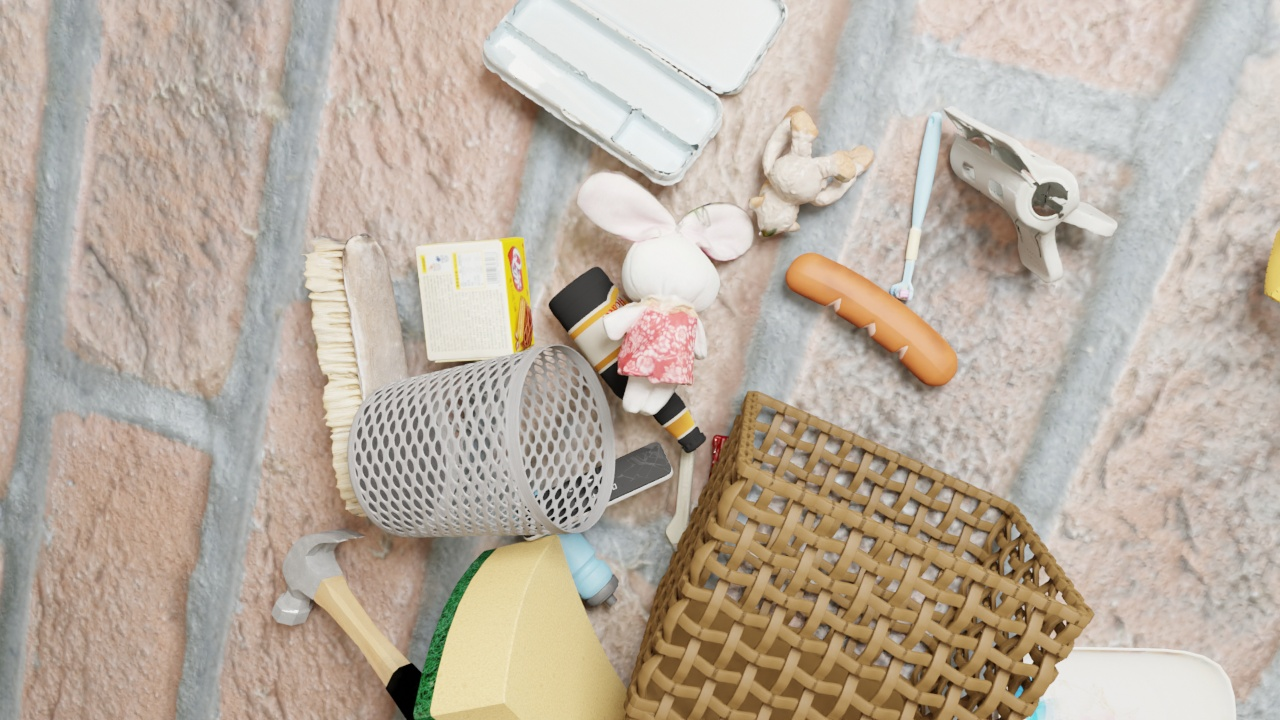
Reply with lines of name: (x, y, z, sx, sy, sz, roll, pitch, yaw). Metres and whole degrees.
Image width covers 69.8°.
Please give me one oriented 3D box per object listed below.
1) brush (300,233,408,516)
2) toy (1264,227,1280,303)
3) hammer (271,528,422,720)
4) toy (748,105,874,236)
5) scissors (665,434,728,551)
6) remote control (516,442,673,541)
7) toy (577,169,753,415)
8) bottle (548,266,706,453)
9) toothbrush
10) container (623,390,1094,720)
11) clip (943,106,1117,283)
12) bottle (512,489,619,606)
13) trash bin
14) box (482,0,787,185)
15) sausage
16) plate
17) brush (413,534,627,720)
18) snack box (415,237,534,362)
brush: (-0.258, 0.016, 0.861, 0.057, 0.083, 0.271, -4, 99, 13)
toy: (0.587, -0.025, 0.641, 0.267, 0.140, 0.247, 16, 105, -8)
hammer: (-0.236, 0.287, 0.864, 0.328, 0.039, 0.131, 38, 111, 28)
toy: (0.134, -0.145, 0.759, 0.085, 0.074, 0.106, 30, 109, -7)
scissors: (0.055, 0.158, 0.852, 0.146, 0.015, 0.188, -24, 96, 15)
remote control: (-0.042, 0.118, 0.833, 0.146, 0.045, 0.008, -24, 130, -2)
toy: (0.020, -0.051, 0.756, 0.159, 0.084, 0.194, 7, 85, -21)
bottle: (-0.005, 0.005, 0.814, 0.059, 0.059, 0.181, -38, 90, 16)
toothbrush: (0.230, -0.126, 0.760, 0.022, 0.016, 0.155, 21, 108, 47)
container: (0.153, 0.191, 0.720, 0.251, 0.219, 0.214, 24, 104, 3)
clip: (0.291, -0.129, 0.699, 0.074, 0.124, 0.144, -41, 116, 17)
bottle: (-0.068, 0.182, 0.870, 0.040, 0.040, 0.130, -42, 89, 16)
trash bin: (-0.139, 0.077, 0.800, 0.184, 0.156, 0.156, -9, 98, 25)
box: (-0.007, -0.273, 0.775, 0.210, 0.061, 0.192, 33, 87, 5)
sausage: (0.196, -0.037, 0.771, 0.164, 0.039, 0.044, 36, 108, 4)
plate: (0.412, 0.334, 0.801, 0.187, 0.016, 0.187, -3, 99, 13)
brush: (-0.084, 0.300, 0.787, 0.075, 0.194, 0.250, -16, 113, 15)
snack box: (-0.149, -0.056, 0.834, 0.084, 0.061, 0.106, -2, 99, 12)
